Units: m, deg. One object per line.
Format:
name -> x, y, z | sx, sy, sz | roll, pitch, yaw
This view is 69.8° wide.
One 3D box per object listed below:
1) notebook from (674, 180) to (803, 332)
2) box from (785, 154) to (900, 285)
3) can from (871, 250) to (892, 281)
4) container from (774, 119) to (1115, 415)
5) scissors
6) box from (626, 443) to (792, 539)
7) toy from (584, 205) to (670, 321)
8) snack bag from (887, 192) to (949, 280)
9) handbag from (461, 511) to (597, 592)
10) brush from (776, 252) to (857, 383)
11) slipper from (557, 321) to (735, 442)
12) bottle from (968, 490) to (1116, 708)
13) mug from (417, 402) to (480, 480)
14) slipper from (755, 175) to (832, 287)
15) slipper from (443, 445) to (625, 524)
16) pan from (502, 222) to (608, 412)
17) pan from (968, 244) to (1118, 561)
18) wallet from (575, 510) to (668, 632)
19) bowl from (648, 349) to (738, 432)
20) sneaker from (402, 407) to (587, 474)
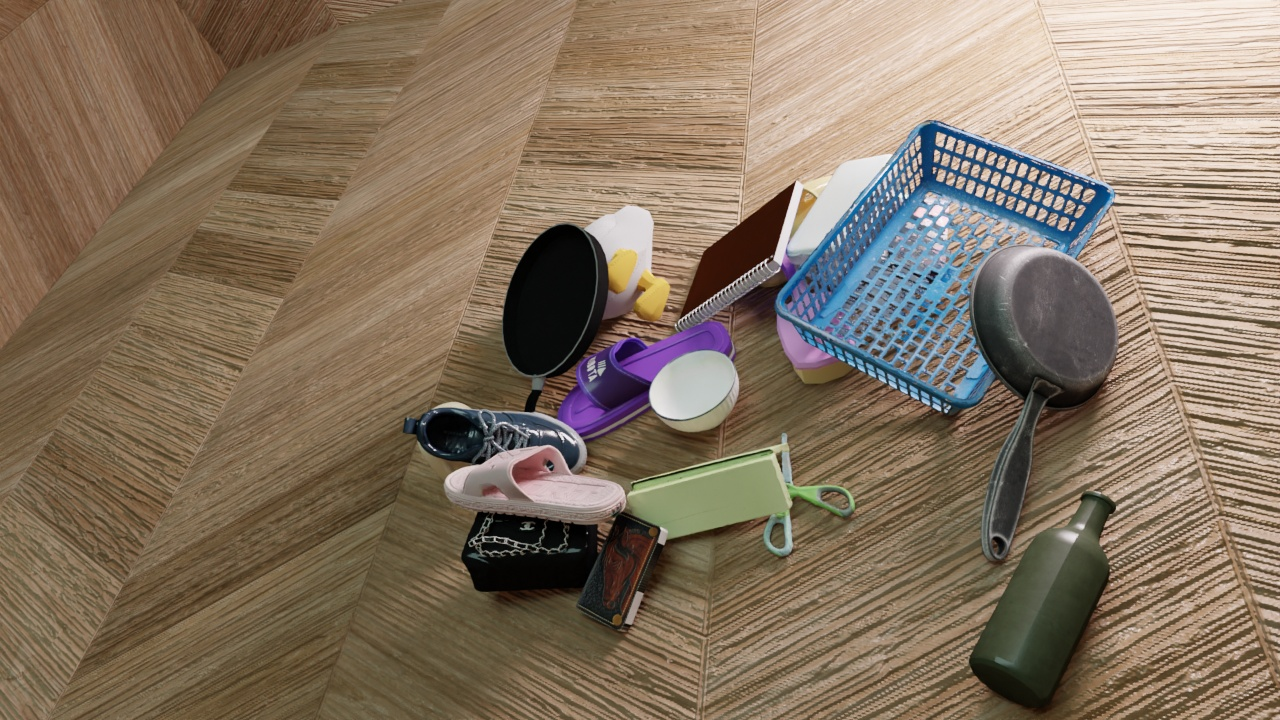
notebook -> 0.137, -0.141, 1.291 | 0.210, 0.022, 0.171 | -34, 27, 48
box -> 0.269, -0.203, 1.224 | 0.122, 0.083, 0.215 | 19, 61, 16
can -> 0.327, -0.147, 1.248 | 0.032, 0.032, 0.095 | -9, 45, 24
container -> 0.362, -0.109, 1.103 | 0.257, 0.089, 0.361 | 31, 67, 26
scissors -> 0.164, 0.154, 1.054 | 0.172, 0.025, 0.159 | 16, 64, 46
box -> 0.085, 0.158, 1.072 | 0.188, 0.091, 0.083 | -17, 79, 25
toy -> -0.068, -0.136, 1.402 | 0.268, 0.141, 0.246 | 20, 73, 54
snack bag -> 0.375, -0.169, 1.237 | 0.074, 0.018, 0.154 | 11, 51, 8
handbag -> -0.131, 0.199, 1.098 | 0.154, 0.115, 0.124 | -7, 40, 10
brush -> 0.221, -0.065, 1.212 | 0.089, 0.043, 0.228 | -20, 44, 10
slipper -> -0.007, 0.008, 1.254 | 0.267, 0.084, 0.107 | -26, 40, 6
bottle -> 0.374, 0.207, 0.828 | 0.071, 0.071, 0.206 | 18, 59, 42
mug -> -0.260, 0.119, 1.281 | 0.096, 0.100, 0.120 | -22, 41, 10
slipper -> 0.252, -0.206, 1.321 | 0.261, 0.079, 0.111 | -38, 44, -8
slipper -> -0.127, 0.138, 1.082 | 0.240, 0.064, 0.094 | 5, 20, 30
pan -> -0.133, -0.020, 1.299 | 0.226, 0.034, 0.356 | -2, 76, 49
pan -> 0.406, 0.035, 0.946 | 0.055, 0.187, 0.356 | -38, 30, 64
wallet -> -0.021, 0.239, 1.045 | 0.072, 0.019, 0.123 | 17, 79, 36
bowl -> 0.076, 0.049, 1.178 | 0.118, 0.062, 0.117 | -18, 41, 16
sneaker -> -0.186, 0.103, 1.194 | 0.235, 0.087, 0.089 | 8, 82, -1
